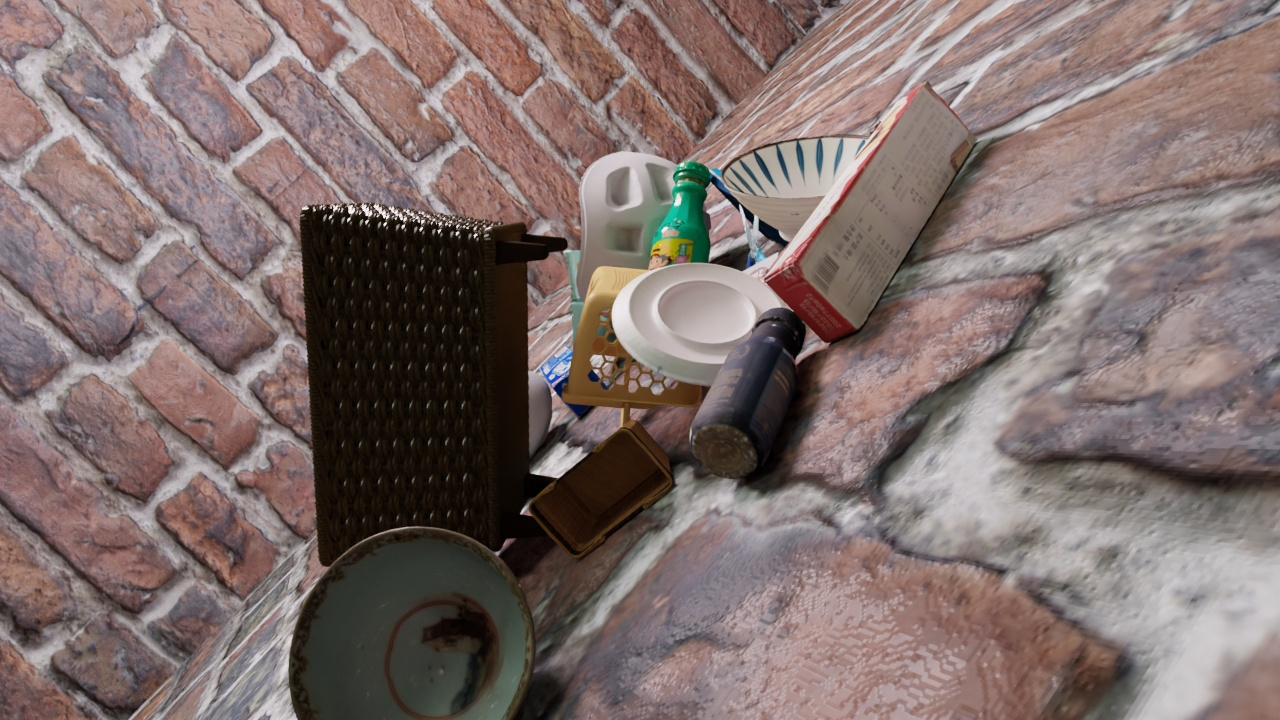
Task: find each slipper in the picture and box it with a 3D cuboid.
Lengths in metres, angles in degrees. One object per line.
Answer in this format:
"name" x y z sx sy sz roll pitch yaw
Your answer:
"slipper" 0.143 -0.193 1.084 0.060 0.118 0.294 -49 15 9

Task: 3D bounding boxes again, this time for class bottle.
"bottle" 0.083 0.017 0.664 0.056 0.056 0.160 -35 15 40
"bottle" 0.047 -0.130 1.065 0.068 0.068 0.209 -24 53 60

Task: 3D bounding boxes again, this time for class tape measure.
"tape measure" 0.118 -0.067 0.889 0.060 0.020 0.062 -26 48 50

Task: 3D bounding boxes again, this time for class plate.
"plate" 0.054 -0.037 0.769 0.156 0.157 0.014 -55 -22 -43

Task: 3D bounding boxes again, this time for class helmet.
"helmet" 0.002 -0.163 1.238 0.282 0.184 0.224 -142 60 -84

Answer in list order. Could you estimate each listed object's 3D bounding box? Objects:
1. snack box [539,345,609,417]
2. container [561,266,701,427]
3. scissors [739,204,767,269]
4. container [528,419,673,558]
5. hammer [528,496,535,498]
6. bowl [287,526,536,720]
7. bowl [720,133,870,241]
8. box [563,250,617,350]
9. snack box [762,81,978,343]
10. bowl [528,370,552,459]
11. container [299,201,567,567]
"snack box" -0.095 0.025 1.266 0.059 0.059 0.226 -41 11 -5
"container" -0.005 0.005 0.887 0.183 0.129 0.167 -92 7 -76
"scissors" 0.112 -0.109 0.953 0.104 0.015 0.133 125 137 -52
"container" -0.028 0.100 0.754 0.114 0.063 0.061 -40 4 19
"hammer" -0.188 0.229 0.926 0.133 0.033 0.332 -38 14 24
"bowl" -0.140 0.198 0.619 0.159 0.160 0.094 -46 -19 -11
"bowl" 0.170 -0.159 0.894 0.177 0.071 0.177 -8 29 4
"box" -0.061 -0.086 1.274 0.033 0.136 0.186 1 7 15
"snack box" 0.196 -0.129 0.759 0.272 0.076 0.044 -52 11 -32
"bowl" -0.154 0.080 1.203 0.132 0.064 0.132 -161 91 -78
"container" -0.180 0.016 0.867 0.205 0.321 0.176 1 11 3
